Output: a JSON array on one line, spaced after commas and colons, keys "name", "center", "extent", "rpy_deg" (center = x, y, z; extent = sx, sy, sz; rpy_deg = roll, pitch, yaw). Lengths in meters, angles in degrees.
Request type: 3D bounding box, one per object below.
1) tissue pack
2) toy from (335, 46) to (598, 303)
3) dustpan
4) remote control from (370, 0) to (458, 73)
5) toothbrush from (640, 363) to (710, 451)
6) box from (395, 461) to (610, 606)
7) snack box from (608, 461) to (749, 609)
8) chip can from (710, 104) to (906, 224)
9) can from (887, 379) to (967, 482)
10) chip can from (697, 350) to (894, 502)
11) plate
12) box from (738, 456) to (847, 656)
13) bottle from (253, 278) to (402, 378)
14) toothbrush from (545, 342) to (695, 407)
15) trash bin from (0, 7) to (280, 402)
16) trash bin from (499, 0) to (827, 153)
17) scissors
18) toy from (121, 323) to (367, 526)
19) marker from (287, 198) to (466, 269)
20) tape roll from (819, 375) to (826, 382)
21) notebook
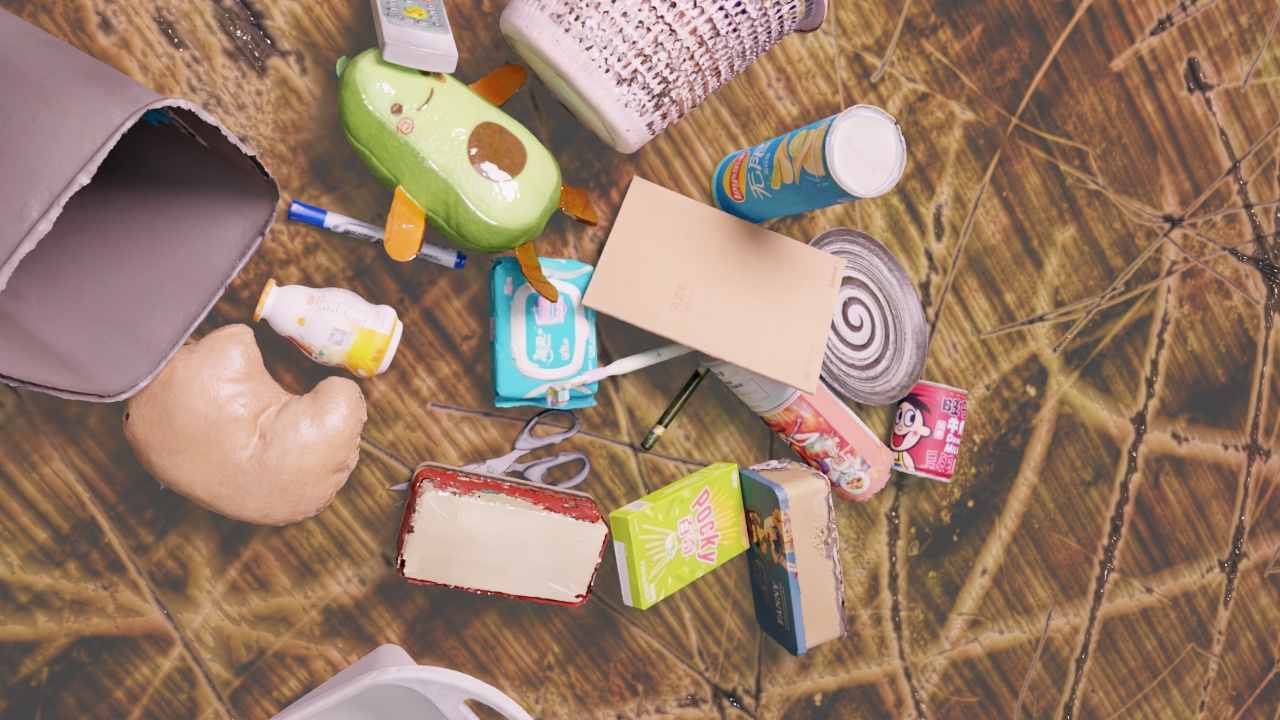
[{"name": "tissue pack", "center": [-0.084, -0.023, 0.796], "extent": [0.093, 0.050, 0.133], "rpy_deg": [-3, 96, -21]}, {"name": "toy", "center": [-0.138, -0.158, 0.731], "extent": [0.246, 0.090, 0.226], "rpy_deg": [36, 52, -19]}, {"name": "dustpan", "center": [-0.203, 0.351, 0.736], "extent": [0.257, 0.143, 0.223], "rpy_deg": [-40, 105, -14]}, {"name": "remote control", "center": [-0.179, -0.268, 0.712], "extent": [0.056, 0.135, 0.019], "rpy_deg": [3, 135, -26]}, {"name": "toothbrush", "center": [0.056, 0.008, 0.868], "extent": [0.017, 0.012, 0.185], "rpy_deg": [39, 81, -13]}, {"name": "box", "center": [-0.116, 0.149, 0.776], "extent": [0.168, 0.080, 0.091], "rpy_deg": [14, 99, -20]}, {"name": "snack box", "center": [0.039, 0.154, 0.829], "extent": [0.156, 0.026, 0.086], "rpy_deg": [-16, 101, -46]}, {"name": "chip can", "center": [0.133, -0.159, 0.776], "extent": [0.071, 0.210, 0.071], "rpy_deg": [-1, 93, -19]}, {"name": "can", "center": [0.288, 0.070, 0.924], "extent": [0.066, 0.066, 0.094], "rpy_deg": [14, 89, -20]}, {"name": "chip can", "center": [0.150, 0.044, 0.864], "extent": [0.214, 0.071, 0.071], "rpy_deg": [43, 80, -22]}, {"name": "plate", "center": [0.209, -0.041, 0.891], "extent": [0.179, 0.024, 0.179], "rpy_deg": [11, 69, -32]}, {"name": "box", "center": [0.144, 0.189, 0.869], "extent": [0.061, 0.090, 0.184], "rpy_deg": [-10, 99, -19]}, {"name": "bottle", "center": [-0.248, -0.029, 0.731], "extent": [0.108, 0.063, 0.063], "rpy_deg": [23, 86, -20]}, {"name": "toothbrush", "center": [-0.005, 0.005, 0.809], "extent": [0.189, 0.029, 0.020], "rpy_deg": [-20, 67, -40]}, {"name": "trash bin", "center": [-0.396, -0.118, 0.589], "extent": [0.220, 0.199, 0.198], "rpy_deg": [34, 82, 5]}, {"name": "trash bin", "center": [0.003, -0.284, 0.736], "extent": [0.227, 0.227, 0.192], "rpy_deg": [43, 92, -17]}, {"name": "scissors", "center": [-0.126, 0.102, 0.810], "extent": [0.146, 0.014, 0.172], "rpy_deg": [41, 81, -16]}, {"name": "toy", "center": [-0.328, 0.040, 0.705], "extent": [0.226, 0.082, 0.143], "rpy_deg": [30, 83, -14]}, {"name": "marker", "center": [-0.216, -0.103, 0.762], "extent": [0.145, 0.017, 0.017], "rpy_deg": [16, 88, -20]}, {"name": "tape roll", "center": [0.165, -0.018, 0.902], "extent": [0.085, 0.014, 0.086], "rpy_deg": [-2, 95, -19]}, {"name": "notebook", "center": [0.070, -0.068, 0.803], "extent": [0.211, 0.012, 0.149], "rpy_deg": [21, 59, -3]}]
